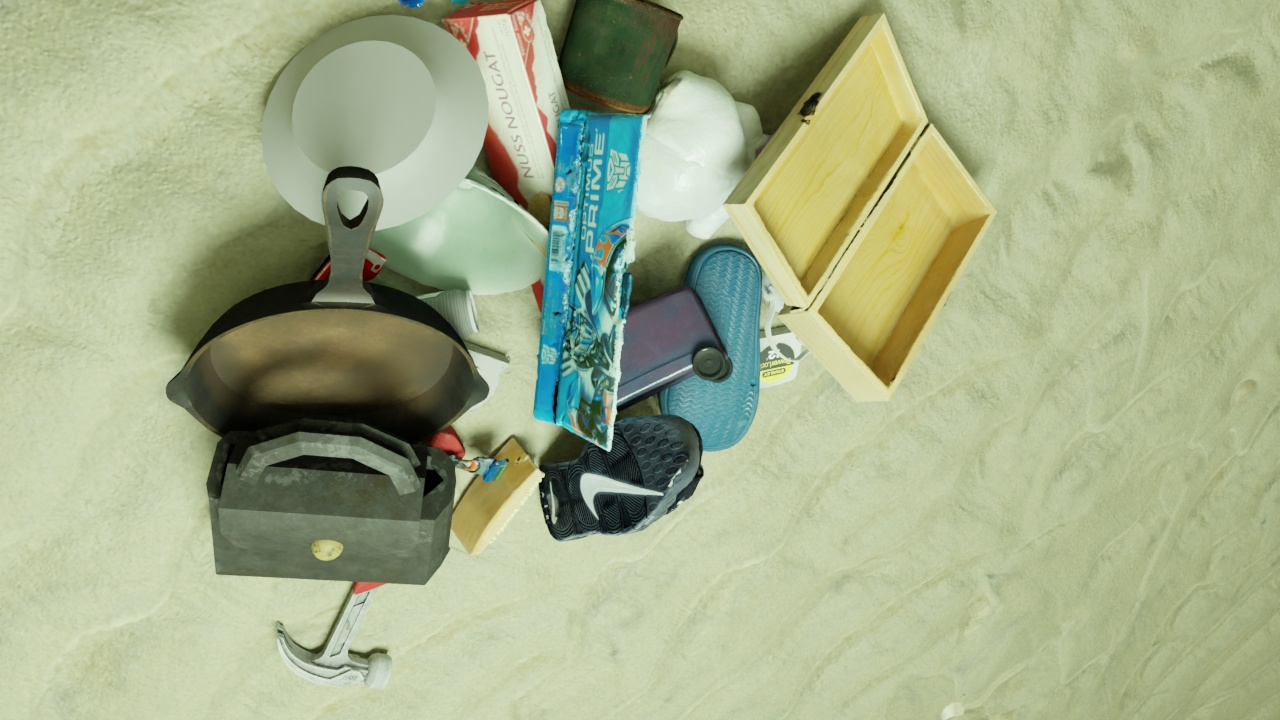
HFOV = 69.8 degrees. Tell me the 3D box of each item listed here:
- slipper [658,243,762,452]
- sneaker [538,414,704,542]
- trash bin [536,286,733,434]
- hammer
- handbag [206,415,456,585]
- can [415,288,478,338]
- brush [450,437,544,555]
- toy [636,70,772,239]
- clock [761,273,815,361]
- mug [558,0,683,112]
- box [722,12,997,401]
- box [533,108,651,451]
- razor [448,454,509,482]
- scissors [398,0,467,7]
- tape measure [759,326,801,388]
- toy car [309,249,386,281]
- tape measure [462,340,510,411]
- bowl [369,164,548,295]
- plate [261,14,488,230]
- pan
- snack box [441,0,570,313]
[{"bbox_3d":[0.069,-0.012,0.922,0.103,0.059,0.214,2,103,-14],"label":"slipper"},{"bbox_3d":[0.015,0.111,0.892,0.150,0.097,0.253,-9,166,-35],"label":"sneaker"},{"bbox_3d":[-0.005,0.005,0.848,0.161,0.093,0.092,-26,83,8],"label":"trash bin"},{"bbox_3d":[-0.260,0.198,0.919,0.126,0.036,0.316,21,107,-28],"label":"hammer"},{"bbox_3d":[-0.256,0.117,0.770,0.197,0.102,0.200,6,139,-12],"label":"handbag"},{"bbox_3d":[-0.197,-0.033,0.795,0.106,0.044,0.044,-11,122,-3],"label":"can"},{"bbox_3d":[-0.143,0.138,0.924,0.117,0.049,0.039,-52,146,9],"label":"brush"},{"bbox_3d":[0.078,-0.169,0.823,0.209,0.085,0.138,11,114,-32],"label":"toy"},{"bbox_3d":[0.180,-0.070,0.906,0.120,0.061,0.159,45,73,-36],"label":"clock"},{"bbox_3d":[-0.011,-0.251,0.745,0.110,0.085,0.081,-9,127,-51],"label":"mug"},{"bbox_3d":[0.207,-0.135,0.835,0.246,0.076,0.257,-55,126,-22],"label":"box"},{"bbox_3d":[-0.043,-0.067,0.708,0.075,0.166,0.244,6,101,-3],"label":"box"},{"bbox_3d":[-0.196,0.096,0.861,0.140,0.018,0.044,6,147,-25],"label":"razor"},{"bbox_3d":[-0.163,-0.329,0.674,0.073,0.016,0.134,-13,121,-13],"label":"scissors"},{"bbox_3d":[0.139,-0.004,0.977,0.064,0.016,0.065,-11,121,-16],"label":"tape measure"},{"bbox_3d":[-0.253,-0.066,0.771,0.038,0.025,0.090,32,113,-33],"label":"toy car"},{"bbox_3d":[-0.162,0.014,0.862,0.060,0.020,0.062,21,108,-30],"label":"tape measure"},{"bbox_3d":[-0.151,-0.126,0.754,0.174,0.067,0.174,6,153,3],"label":"bowl"},{"bbox_3d":[-0.197,-0.179,0.665,0.173,0.172,0.019,-34,166,-2],"label":"plate"},{"bbox_3d":[-0.231,-0.027,0.706,0.248,0.043,0.357,1,146,-21],"label":"pan"},{"bbox_3d":[-0.085,-0.155,0.763,0.044,0.077,0.273,-46,134,-38],"label":"snack box"}]
